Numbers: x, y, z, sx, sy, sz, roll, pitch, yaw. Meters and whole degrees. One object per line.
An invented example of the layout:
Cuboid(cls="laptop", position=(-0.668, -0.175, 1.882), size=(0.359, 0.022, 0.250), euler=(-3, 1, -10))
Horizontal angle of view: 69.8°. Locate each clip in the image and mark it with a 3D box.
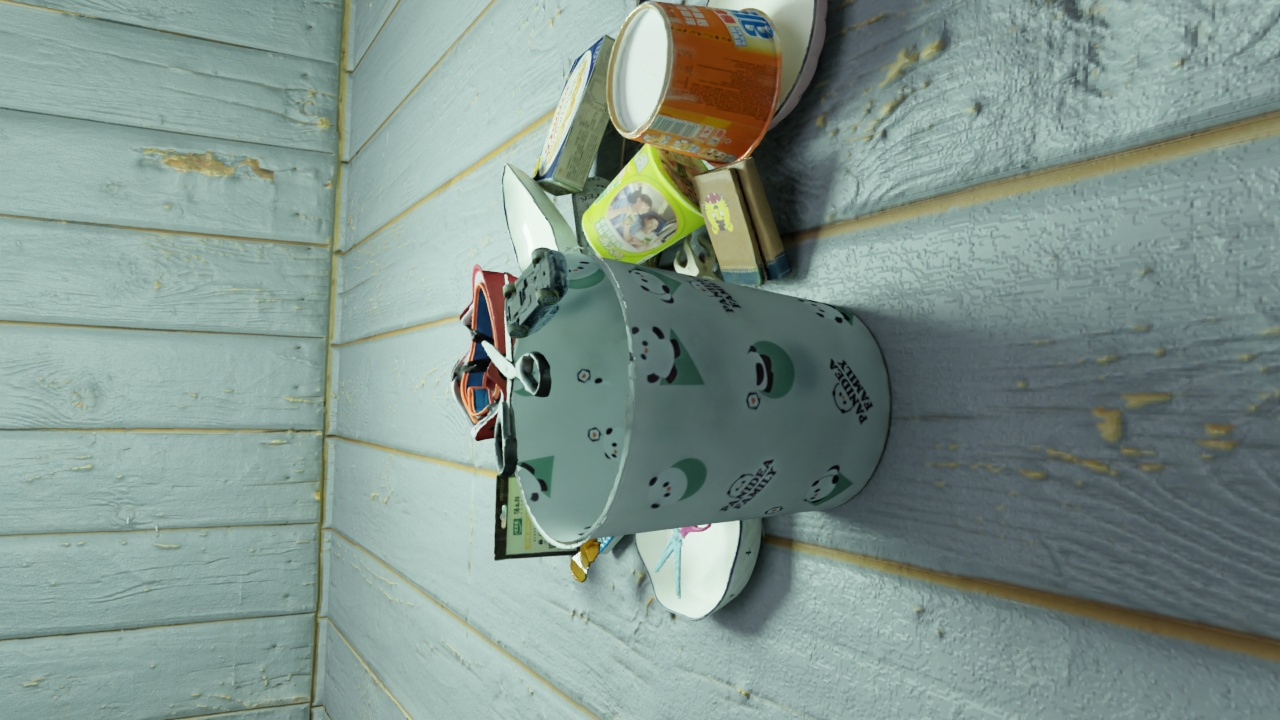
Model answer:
Cuboid(cls="clip", position=(0.064, -0.092, 0.962), size=(0.099, 0.070, 0.035), euler=(-107, 35, -45))

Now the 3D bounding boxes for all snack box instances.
Cuboid(cls="snack box", position=(-0.143, 0.204, 1.221), size=(0.053, 0.125, 0.113), euler=(-4, 84, 62))
Cuboid(cls="snack box", position=(-0.079, -0.302, 1.163), size=(0.178, 0.045, 0.182), euler=(-70, 18, 2))

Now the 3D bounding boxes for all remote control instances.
Cuboid(cls="remote control", position=(-0.027, 0.189, 1.115), size=(0.125, 0.024, 0.049), euler=(-55, 41, 45))

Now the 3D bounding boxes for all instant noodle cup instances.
Cuboid(cls="instant noodle cup", position=(0.043, -0.261, 0.855), size=(0.152, 0.111, 0.151), euler=(-4, 86, 61))
Cuboid(cls="instant noodle cup", position=(0.006, -0.159, 0.961), size=(0.124, 0.111, 0.111), euler=(-36, 54, 30))

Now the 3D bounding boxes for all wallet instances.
Cuboid(cls="wallet", position=(0.094, -0.129, 0.869), size=(0.090, 0.033, 0.115), euler=(2, 115, 60))

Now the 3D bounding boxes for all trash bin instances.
Cuboid(cls="trash bin", position=(0.048, 0.035, 0.754), size=(0.230, 0.251, 0.229), euler=(-14, 75, 61))

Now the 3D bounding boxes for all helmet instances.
Cuboid(cls="helmet", position=(-0.173, -0.011, 1.276), size=(0.207, 0.143, 0.240), euler=(-135, 51, -59))

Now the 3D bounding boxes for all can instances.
Cuboid(cls="can", position=(-0.051, -0.161, 1.142), size=(0.058, 0.058, 0.146), euler=(123, 148, -43))

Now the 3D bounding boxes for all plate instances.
Cuboid(cls="plate", position=(-0.121, -0.147, 1.158), size=(0.265, 0.034, 0.162), euler=(-127, 26, -49))
Cuboid(cls="plate", position=(0.118, -0.306, 0.879), size=(0.193, 0.039, 0.192), euler=(-5, 84, 60))
Cuboid(cls="plate", position=(0.058, 0.158, 0.941), size=(0.205, 0.045, 0.204), euler=(-14, 74, 60))

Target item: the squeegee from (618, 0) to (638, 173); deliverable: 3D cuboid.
Cuboid(cls="squeegee", position=(0.029, -0.337, 1.053), size=(0.250, 0.040, 0.247), euler=(11, 96, 61))

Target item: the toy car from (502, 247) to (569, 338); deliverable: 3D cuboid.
Cuboid(cls="toy car", position=(-0.077, -0.049, 0.694), size=(0.091, 0.034, 0.043), euler=(-43, 48, 50))

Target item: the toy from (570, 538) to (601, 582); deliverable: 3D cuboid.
Cuboid(cls="toy", position=(-0.073, 0.131, 1.087), size=(0.227, 0.090, 0.246), euler=(96, 173, -63))

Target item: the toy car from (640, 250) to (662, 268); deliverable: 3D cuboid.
Cuboid(cls="toy car", position=(0.006, -0.143, 1.056), size=(0.070, 0.042, 0.158), euler=(-37, -46, -81))

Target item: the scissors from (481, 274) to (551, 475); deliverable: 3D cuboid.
Cuboid(cls="scissors", position=(-0.111, 0.013, 0.778), size=(0.178, 0.014, 0.159), euler=(31, 113, 62))

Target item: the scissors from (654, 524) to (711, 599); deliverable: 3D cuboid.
Cuboid(cls="scissors", position=(0.042, 0.171, 0.908), size=(0.119, 0.017, 0.133), euler=(-1, 90, 57))
